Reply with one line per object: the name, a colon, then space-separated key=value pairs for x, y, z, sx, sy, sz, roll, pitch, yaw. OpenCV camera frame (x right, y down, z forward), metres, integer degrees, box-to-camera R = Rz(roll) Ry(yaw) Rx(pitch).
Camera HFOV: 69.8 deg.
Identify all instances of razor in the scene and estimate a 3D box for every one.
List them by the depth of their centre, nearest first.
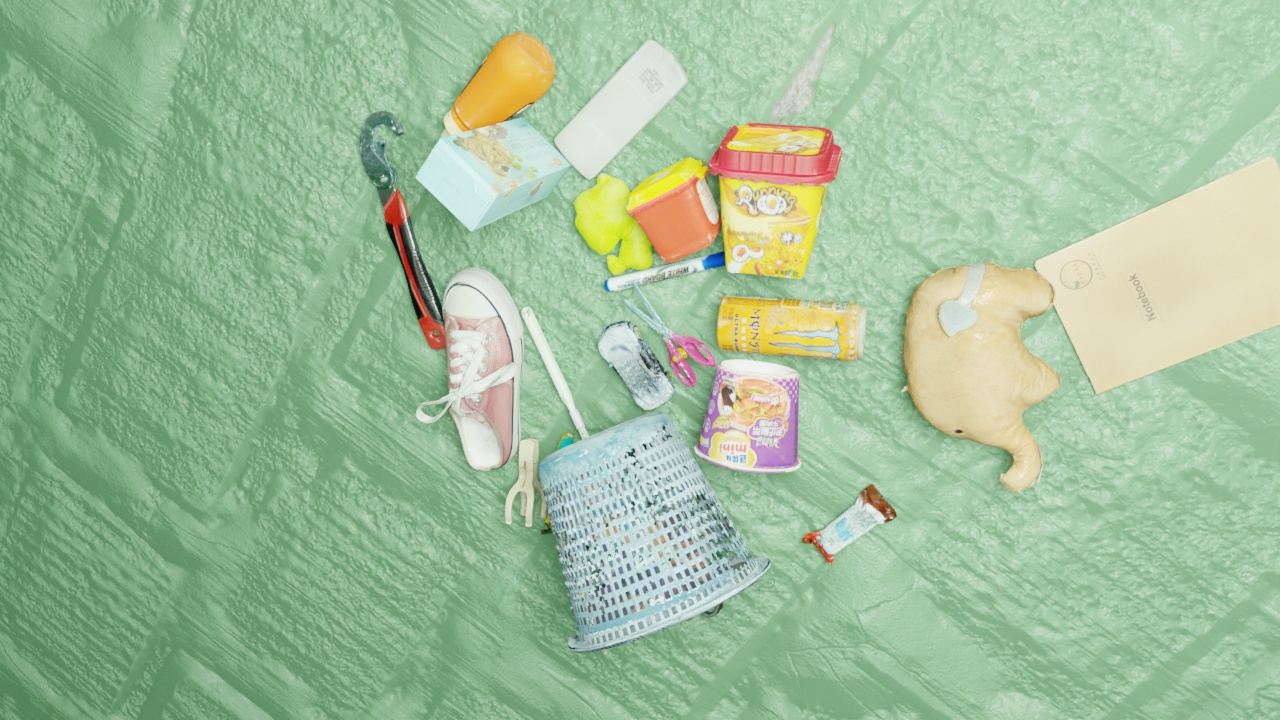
razor: x=-0.092 y=0.143 z=1.073 sx=0.043 sy=0.028 sz=0.133 roll=-1 pitch=112 yaw=-20

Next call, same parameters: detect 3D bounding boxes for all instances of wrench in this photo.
wrench: x=-0.265 y=-0.142 z=1.040 sx=0.056 sy=0.016 sz=0.273 roll=-7 pitch=104 yaw=19

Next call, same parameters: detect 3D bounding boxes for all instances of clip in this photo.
clip: x=-0.135 y=0.151 z=1.070 sx=0.035 sy=0.094 sz=0.102 roll=6 pitch=120 yaw=15

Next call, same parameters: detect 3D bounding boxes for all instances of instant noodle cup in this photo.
instant noodle cup: x=0.127 y=-0.151 z=0.874 sx=0.116 sy=0.115 sz=0.124 roll=7 pitch=120 yaw=14
instant noodle cup: x=0.115 y=0.054 z=0.944 sx=0.112 sy=0.111 sz=0.099 roll=8 pitch=102 yaw=14

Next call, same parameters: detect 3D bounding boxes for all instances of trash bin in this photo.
trash bin: x=-0.004 y=0.167 z=0.961 sx=0.227 sy=0.226 sz=0.195 roll=-24 pitch=84 yaw=22

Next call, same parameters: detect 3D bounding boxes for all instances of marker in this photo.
marker: x=0.030 y=-0.094 z=0.966 sx=0.146 sy=0.016 sz=0.017 roll=-11 pitch=104 yaw=20

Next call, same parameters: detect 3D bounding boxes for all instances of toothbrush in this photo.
toothbrush: x=-0.090 y=0.025 z=1.041 sx=0.029 sy=0.020 sz=0.189 roll=-23 pitch=99 yaw=17

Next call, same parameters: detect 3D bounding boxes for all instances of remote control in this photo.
remote control: x=-0.020 y=-0.252 z=0.927 sx=0.150 sy=0.021 sz=0.058 roll=-40 pitch=93 yaw=24

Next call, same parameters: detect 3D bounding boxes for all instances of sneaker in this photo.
sneaker: x=-0.185 y=0.020 z=1.029 sx=0.118 sy=0.087 sz=0.241 roll=4 pitch=109 yaw=16

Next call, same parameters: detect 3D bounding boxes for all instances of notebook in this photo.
notebook: x=0.493 y=-0.072 z=0.839 sx=0.208 sy=0.008 sz=0.148 roll=-26 pitch=98 yaw=22

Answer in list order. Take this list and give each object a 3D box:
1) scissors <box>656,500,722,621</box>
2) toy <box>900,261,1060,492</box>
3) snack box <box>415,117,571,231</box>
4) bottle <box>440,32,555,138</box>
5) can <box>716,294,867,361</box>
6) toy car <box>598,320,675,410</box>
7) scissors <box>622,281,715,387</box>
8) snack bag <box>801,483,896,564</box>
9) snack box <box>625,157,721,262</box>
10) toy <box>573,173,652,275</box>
scissors: x=0.053 y=0.222 z=1.066 sx=0.133 sy=0.014 sz=0.175 roll=19 pitch=109 yaw=11
toy: x=0.324 y=0.017 z=0.880 sx=0.144 sy=0.082 sz=0.226 roll=-3 pitch=109 yaw=26
snack box: x=-0.139 y=-0.187 z=0.902 sx=0.074 sy=0.174 sz=0.052 roll=43 pitch=119 yaw=0
bottle: x=-0.155 y=-0.269 z=0.944 sx=0.150 sy=0.066 sz=0.067 roll=-34 pitch=95 yaw=31
can: x=0.152 y=-0.033 z=0.926 sx=0.146 sy=0.058 sz=0.058 roll=5 pitch=109 yaw=15
toy car: x=-0.006 y=0.006 z=1.002 sx=0.049 sy=0.031 sz=0.105 roll=-34 pitch=94 yaw=22
scissors: x=0.031 y=-0.030 z=0.965 sx=0.135 sy=0.017 sz=0.108 roll=58 pitch=153 yaw=-10
snack bag: x=0.225 y=0.180 z=0.991 sx=0.105 sy=0.026 sz=0.045 roll=-43 pitch=83 yaw=23
snack box: x=0.039 y=-0.148 z=0.908 sx=0.082 sy=0.091 sz=0.080 roll=-23 pitch=106 yaw=22
toy: x=-0.027 y=-0.140 z=0.959 sx=0.100 sy=0.031 sz=0.097 roll=20 pitch=101 yaw=4
